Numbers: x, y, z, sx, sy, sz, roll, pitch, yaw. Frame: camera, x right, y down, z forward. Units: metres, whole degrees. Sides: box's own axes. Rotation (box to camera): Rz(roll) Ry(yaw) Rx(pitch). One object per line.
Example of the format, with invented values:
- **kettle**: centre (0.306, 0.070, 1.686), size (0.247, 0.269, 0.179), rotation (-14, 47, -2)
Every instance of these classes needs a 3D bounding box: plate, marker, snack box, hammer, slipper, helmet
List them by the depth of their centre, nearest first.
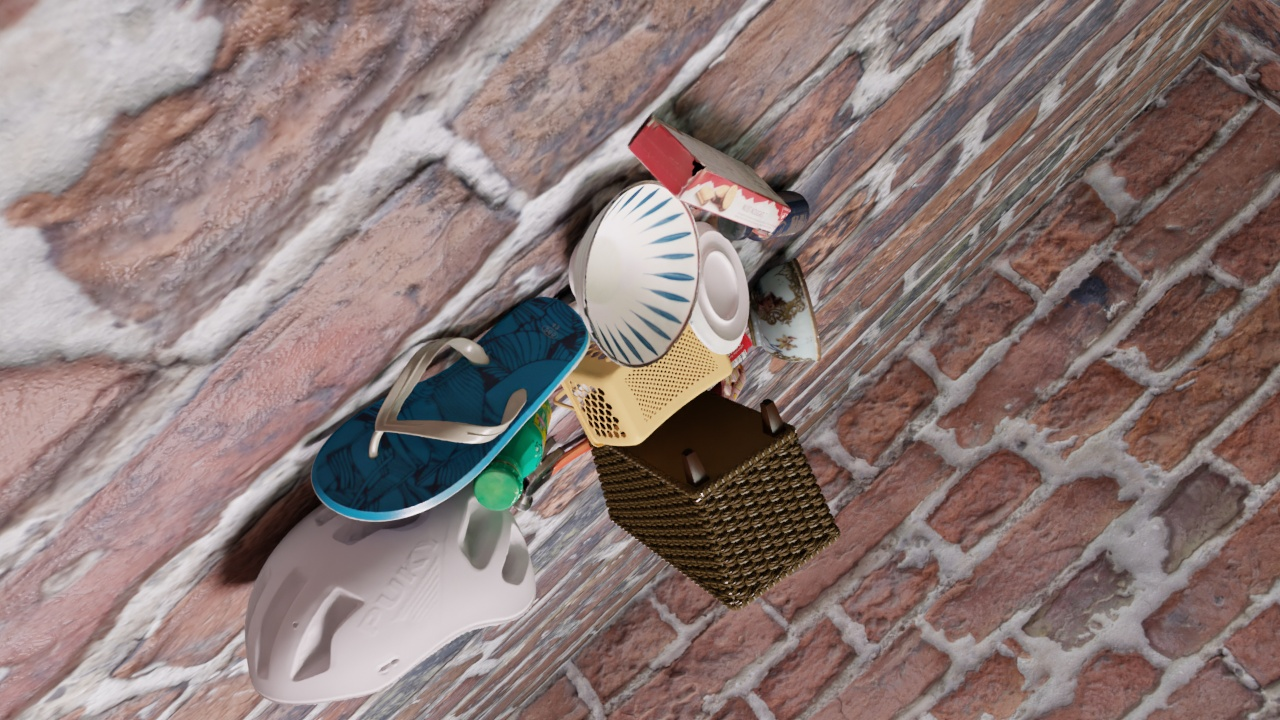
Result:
- **slipper**: centre (-0.162, 0.036, 0.835), size (0.294, 0.118, 0.060), rotation (-41, 170, -22)
- **helmet**: centre (-0.254, 0.216, 0.896), size (0.282, 0.184, 0.224), rotation (-35, -161, -11)
- **snack box**: centre (0.078, -0.178, 0.926), size (0.044, 0.076, 0.272), rotation (-46, 163, 18)
- **marker**: centre (-0.037, -0.094, 0.962), size (0.133, 0.018, 0.015), rotation (-38, -161, -16)
- **plate**: centre (0.089, -0.085, 1.067), size (0.014, 0.157, 0.156), rotation (-10, -177, 34)
- **hammer**: centre (-0.051, 0.107, 1.379), size (0.332, 0.033, 0.133), rotation (-31, 158, -38)
- **slipper**: centre (0.105, 0.035, 1.448), size (0.093, 0.081, 0.196), rotation (-9, -154, 22)

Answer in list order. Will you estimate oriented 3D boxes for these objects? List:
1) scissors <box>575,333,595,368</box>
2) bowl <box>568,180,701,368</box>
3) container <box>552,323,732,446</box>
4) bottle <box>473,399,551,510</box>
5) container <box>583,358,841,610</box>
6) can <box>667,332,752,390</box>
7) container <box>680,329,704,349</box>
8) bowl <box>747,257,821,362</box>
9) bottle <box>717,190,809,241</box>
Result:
- **scissors**: centre (-0.067, -0.025, 0.946), size (0.104, 0.015, 0.133), rotation (-35, -147, 28)
- **bowl**: centre (-0.019, -0.085, 0.887), size (0.176, 0.071, 0.177), rotation (-17, 113, -49)
- **container**: centre (-0.007, 0.006, 1.109), size (0.183, 0.129, 0.167), rotation (-36, -158, -23)
- **bottle**: centre (-0.133, 0.087, 0.936), size (0.068, 0.068, 0.209), rotation (-48, -168, 13)
- **container**: centre (0.071, 0.138, 1.198), size (0.176, 0.321, 0.205), rotation (-30, 115, -21)
- **can**: centre (0.094, 0.002, 1.375), size (0.142, 0.074, 0.074), rotation (-42, 162, -4)
- **container**: centre (0.084, -0.066, 1.226), size (0.061, 0.063, 0.114), rotation (-25, 155, -29)
- **bowl**: centre (0.208, -0.066, 1.386), size (0.094, 0.159, 0.160), rotation (-14, 163, 6)
- **bottle**: centre (0.151, -0.175, 1.121), size (0.160, 0.056, 0.056), rotation (-21, 152, -51)
